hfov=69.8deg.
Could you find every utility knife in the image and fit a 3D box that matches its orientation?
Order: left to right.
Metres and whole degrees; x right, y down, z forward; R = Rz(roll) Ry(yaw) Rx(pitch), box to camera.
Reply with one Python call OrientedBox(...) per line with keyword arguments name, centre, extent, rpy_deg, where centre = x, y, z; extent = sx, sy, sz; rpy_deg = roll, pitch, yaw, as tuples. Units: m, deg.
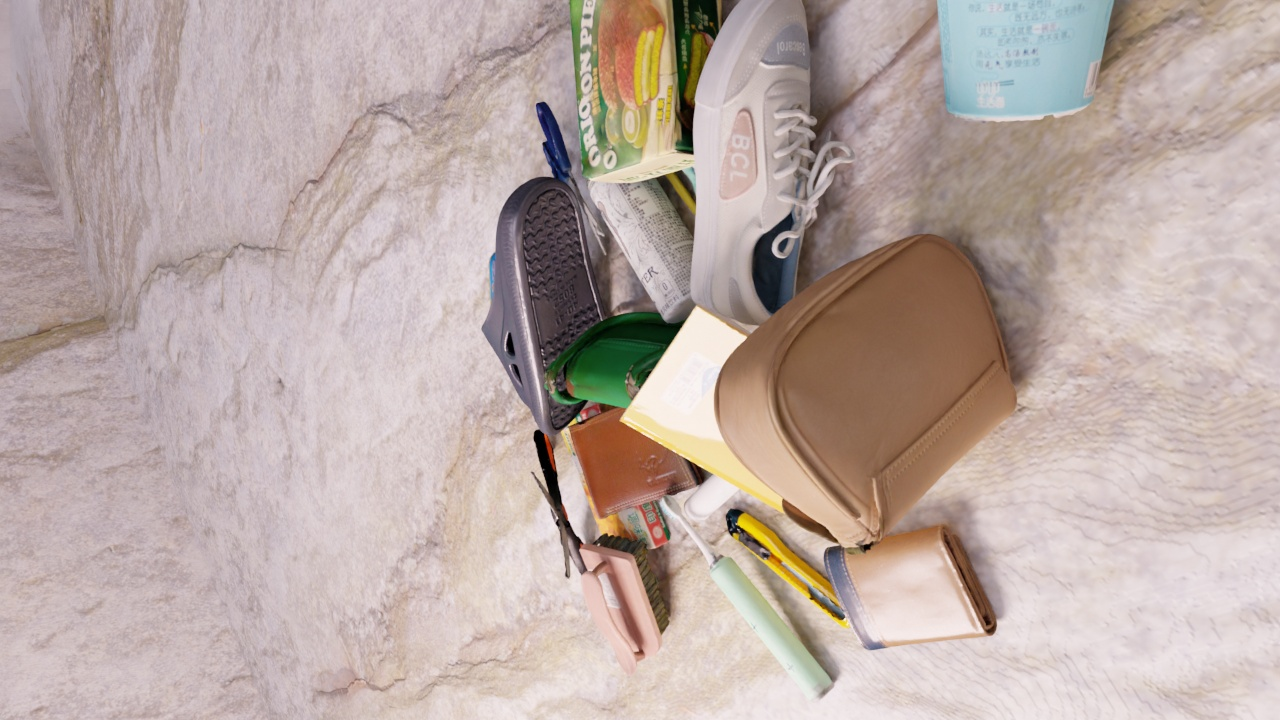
OrientedBox(name="utility knife", centre=(0.129, 0.179, 0.797), extent=(0.154, 0.015, 0.033), rpy_deg=(36, 131, 35))

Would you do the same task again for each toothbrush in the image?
OrientedBox(name="toothbrush", centre=(0.023, -0.157, 0.789), extent=(0.016, 0.015, 0.190), rpy_deg=(-33, 74, 5))
OrientedBox(name="toothbrush", centre=(0.091, 0.209, 0.824), extent=(0.224, 0.026, 0.027), rpy_deg=(50, 147, 14))
OrientedBox(name="toothbrush", centre=(0.100, 0.079, 0.785), extent=(0.026, 0.026, 0.222), rpy_deg=(49, 136, 12))

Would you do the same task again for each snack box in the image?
OrientedBox(name="snack box", centre=(-0.028, 0.122, 0.946), extent=(0.077, 0.027, 0.155), rpy_deg=(-27, 84, 48))
OrientedBox(name="snack box", centre=(0.002, -0.266, 0.711), extent=(0.115, 0.063, 0.240), rpy_deg=(-4, 92, 50))

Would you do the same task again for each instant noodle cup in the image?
OrientedBox(name="instant noodle cup", centre=(0.209, -0.198, 0.505), extent=(0.111, 0.111, 0.120), rpy_deg=(19, 125, 43))

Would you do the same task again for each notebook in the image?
OrientedBox(name="notebook", centre=(0.101, 0.054, 0.701), extent=(0.206, 0.010, 0.146), rpy_deg=(29, 133, -4))

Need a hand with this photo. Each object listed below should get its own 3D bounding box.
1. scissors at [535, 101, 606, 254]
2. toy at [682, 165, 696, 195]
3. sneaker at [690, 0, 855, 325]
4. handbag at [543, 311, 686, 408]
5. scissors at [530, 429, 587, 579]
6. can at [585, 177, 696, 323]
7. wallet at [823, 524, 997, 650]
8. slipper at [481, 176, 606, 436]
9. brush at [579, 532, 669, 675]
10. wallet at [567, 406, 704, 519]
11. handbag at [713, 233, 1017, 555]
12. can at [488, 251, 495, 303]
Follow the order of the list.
OrientedBox(name="scissors", centre=(-0.064, -0.161, 0.851), extent=(0.140, 0.012, 0.171), rpy_deg=(152, 98, -80))
OrientedBox(name="toy", centre=(0.055, -0.173, 0.742), extent=(0.092, 0.030, 0.096), rpy_deg=(4, 114, 53))
OrientedBox(name="sneaker", centre=(0.095, -0.137, 0.657), extent=(0.091, 0.089, 0.242), rpy_deg=(27, 121, 42))
OrientedBox(name="handbag", centre=(-0.005, 0.005, 0.803), extent=(0.131, 0.119, 0.068), rpy_deg=(7, 111, 39))
OrientedBox(name="scissors", centre=(-0.085, 0.159, 0.951), extent=(0.234, 0.021, 0.221), rpy_deg=(-111, 1, -52))
OrientedBox(name="can", centre=(0.011, -0.106, 0.792), extent=(0.146, 0.058, 0.058), rpy_deg=(60, 139, 14))
OrientedBox(name="wallet", centre=(0.203, 0.175, 0.702), extent=(0.116, 0.033, 0.090), rpy_deg=(-28, 85, 49))
OrientedBox(name="slipper", centre=(-0.096, -0.053, 0.861), extent=(0.083, 0.110, 0.269), rpy_deg=(22, 136, 31))
OrientedBox(name="brush", centre=(-0.016, 0.247, 0.922), extent=(0.063, 0.072, 0.146), rpy_deg=(4, 124, 35))
OrientedBox(name="wallet", centre=(-0.008, 0.091, 0.884), extent=(0.125, 0.032, 0.101), rpy_deg=(-24, 88, 31))
OrientedBox(name="handbag", centre=(0.144, 0.016, 0.582), extent=(0.148, 0.204, 0.100), rpy_deg=(58, 151, -4))
OrientedBox(name="can", centre=(-0.113, -0.063, 0.952), extent=(0.083, 0.057, 0.102), rpy_deg=(24, 121, 45))
